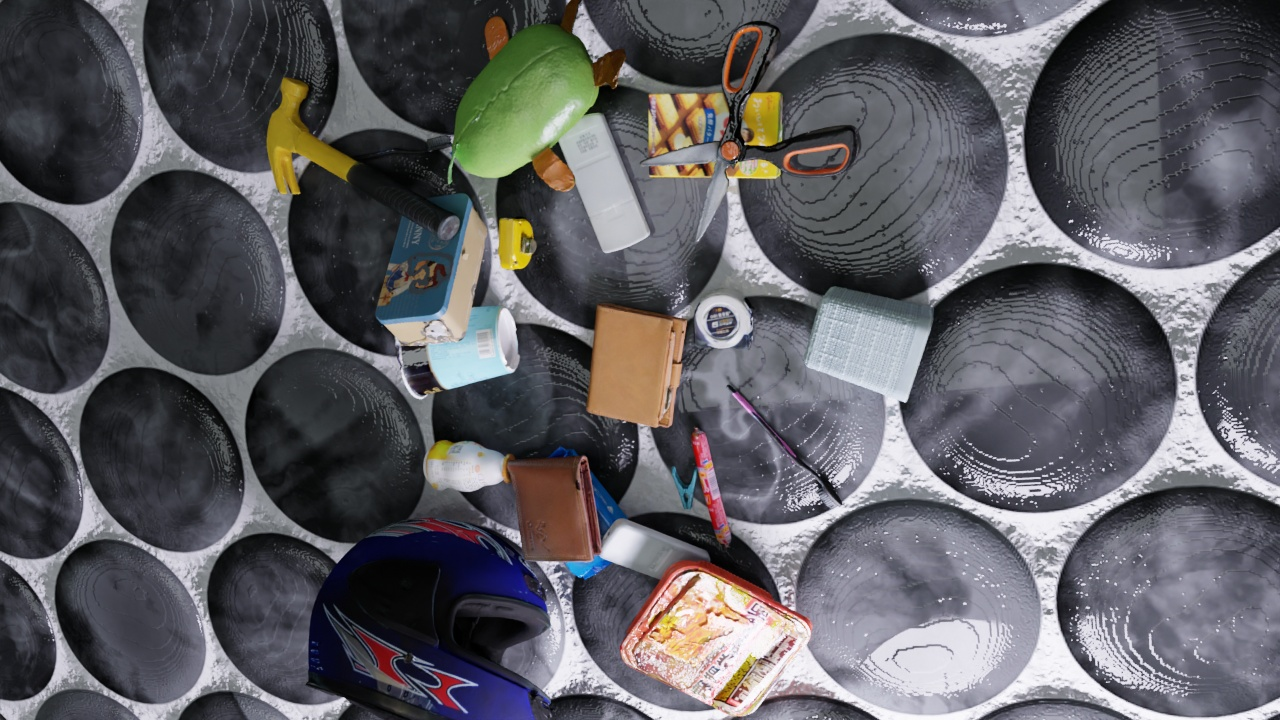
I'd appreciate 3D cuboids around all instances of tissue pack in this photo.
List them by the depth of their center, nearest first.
[{"bbox_3d":[-0.078,0.186,1.113,0.095,0.052,0.157,-36,93,23],"label":"tissue pack"}]

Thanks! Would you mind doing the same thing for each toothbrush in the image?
[{"bbox_3d":[0.161,0.099,1.045,0.189,0.014,0.018,47,123,1],"label":"toothbrush"},{"bbox_3d":[-0.307,-0.245,1.082,0.190,0.014,0.016,-4,102,17],"label":"toothbrush"}]

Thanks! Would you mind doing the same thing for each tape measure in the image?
[{"bbox_3d":[0.092,-0.046,1.014,0.066,0.033,0.066,4,108,12],"label":"tape measure"},{"bbox_3d":[-0.139,-0.133,1.041,0.029,0.057,0.060,7,101,15],"label":"tape measure"}]

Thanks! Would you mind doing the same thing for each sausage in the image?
[{"bbox_3d":[0.082,0.150,1.076,0.020,0.020,0.156,-11,101,18],"label":"sausage"}]

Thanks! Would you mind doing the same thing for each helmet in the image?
[{"bbox_3d":[-0.226,0.315,1.086,0.316,0.247,0.239,14,64,17],"label":"helmet"}]

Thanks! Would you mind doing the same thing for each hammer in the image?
[{"bbox_3d":[-0.323,-0.212,1.046,0.301,0.032,0.129,30,112,24],"label":"hammer"}]

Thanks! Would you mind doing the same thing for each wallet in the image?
[{"bbox_3d":[-0.006,0.006,1.057,0.108,0.031,0.132,11,108,15],"label":"wallet"},{"bbox_3d":[-0.102,0.173,1.066,0.101,0.032,0.124,-8,93,27],"label":"wallet"}]

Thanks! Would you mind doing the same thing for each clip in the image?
[{"bbox_3d":[0.054,0.151,1.088,0.034,0.013,0.054,1,103,16],"label":"clip"}]

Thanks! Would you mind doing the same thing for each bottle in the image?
[{"bbox_3d":[-0.209,0.131,1.128,0.108,0.063,0.063,1,104,16],"label":"bottle"}]

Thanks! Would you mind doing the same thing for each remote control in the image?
[{"bbox_3d":[-0.041,-0.197,1.017,0.058,0.021,0.150,-18,99,19],"label":"remote control"},{"bbox_3d":[0.017,0.228,1.085,0.136,0.020,0.056,25,110,-23],"label":"remote control"}]

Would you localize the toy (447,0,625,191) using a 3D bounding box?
[{"bbox_3d":[-0.116,-0.282,0.978,0.247,0.089,0.226,-33,68,28],"label":"toy"}]

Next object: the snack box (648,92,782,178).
[{"bbox_3d":[0.078,-0.238,0.968,0.140,0.033,0.087,3,106,12],"label":"snack box"}]

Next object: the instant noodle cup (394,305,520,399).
[{"bbox_3d":[-0.209,-0.017,1.075,0.120,0.111,0.111,-8,102,8],"label":"instant noodle cup"}]

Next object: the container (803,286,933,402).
[{"bbox_3d":[0.235,-0.022,0.953,0.111,0.090,0.090,17,108,14],"label":"container"}]

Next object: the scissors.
[{"bbox_3d":[0.111,-0.227,0.936,0.221,0.021,0.235,14,109,15],"label":"scissors"}]

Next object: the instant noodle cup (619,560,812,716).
[{"bbox_3d":[0.084,0.314,1.075,0.189,0.079,0.165,28,110,-9],"label":"instant noodle cup"}]

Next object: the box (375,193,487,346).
[{"bbox_3d":[-0.229,-0.107,1.029,0.090,0.061,0.184,-6,60,16],"label":"box"}]
